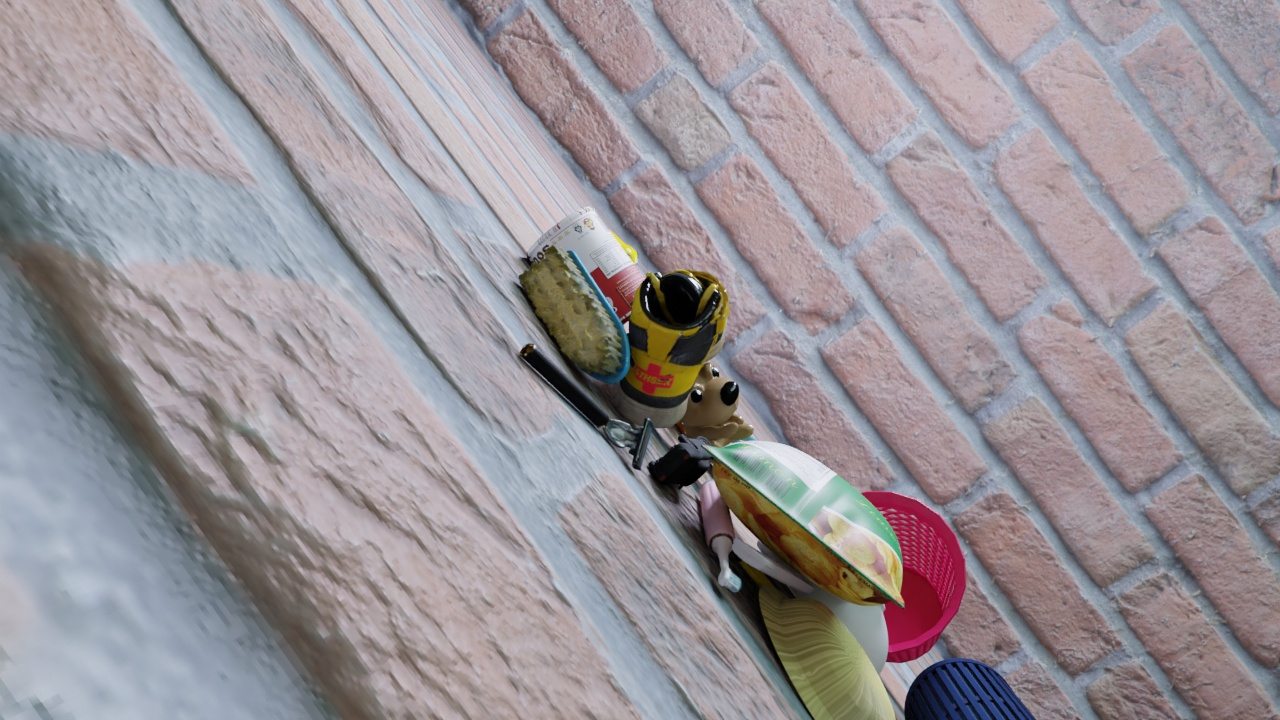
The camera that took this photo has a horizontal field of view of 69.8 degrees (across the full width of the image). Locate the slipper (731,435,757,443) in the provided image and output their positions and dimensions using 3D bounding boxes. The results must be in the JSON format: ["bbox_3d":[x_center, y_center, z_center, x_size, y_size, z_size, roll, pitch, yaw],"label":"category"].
[{"bbox_3d":[0.104,0.094,1.112,0.269,0.054,0.098,56,-9,-7],"label":"slipper"}]

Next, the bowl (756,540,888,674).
[{"bbox_3d":[0.199,0.238,0.941,0.176,0.066,0.176,52,-1,1],"label":"bowl"}]

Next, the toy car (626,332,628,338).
[{"bbox_3d":[-0.006,0.006,0.983,0.042,0.036,0.091,49,7,-32],"label":"toy car"}]

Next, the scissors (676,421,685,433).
[{"bbox_3d":[0.060,0.066,1.045,0.128,0.011,0.125,52,-16,20],"label":"scissors"}]

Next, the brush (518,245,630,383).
[{"bbox_3d":[-0.048,-0.033,0.812,0.136,0.055,0.075,57,13,28],"label":"brush"}]

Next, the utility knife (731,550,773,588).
[{"bbox_3d":[0.143,0.240,0.849,0.191,0.018,0.030,48,12,-11],"label":"utility knife"}]

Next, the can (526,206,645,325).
[{"bbox_3d":[-0.050,-0.088,0.954,0.116,0.087,0.086,53,7,1],"label":"can"}]

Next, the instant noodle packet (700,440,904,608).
[{"bbox_3d":[0.154,0.142,0.827,0.195,0.090,0.252,38,4,16],"label":"instant noodle packet"}]

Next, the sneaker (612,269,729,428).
[{"bbox_3d":[0.042,-0.045,0.879,0.086,0.122,0.237,19,34,6],"label":"sneaker"}]

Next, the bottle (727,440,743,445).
[{"bbox_3d":[0.181,0.162,1.363,0.166,0.060,0.059,46,9,-37],"label":"bottle"}]

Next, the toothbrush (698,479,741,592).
[{"bbox_3d":[0.068,0.148,0.787,0.026,0.027,0.222,32,9,-4],"label":"toothbrush"}]

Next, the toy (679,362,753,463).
[{"bbox_3d":[0.062,0.051,0.946,0.133,0.106,0.108,-48,122,-41],"label":"toy"}]

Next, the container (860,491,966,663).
[{"bbox_3d":[0.302,0.285,1.121,0.183,0.183,0.226,57,0,33],"label":"container"}]

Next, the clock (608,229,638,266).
[{"bbox_3d":[-0.045,-0.125,1.215,0.057,0.083,0.118,43,8,-29],"label":"clock"}]

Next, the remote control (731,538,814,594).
[{"bbox_3d":[0.111,0.173,0.761,0.033,0.012,0.131,32,-4,35],"label":"remote control"}]

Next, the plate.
[{"bbox_3d":[0.168,0.260,0.767,0.184,0.036,0.184,51,12,-16],"label":"plate"}]

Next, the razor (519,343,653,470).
[{"bbox_3d":[-0.041,0.031,0.684,0.144,0.022,0.042,43,51,-36],"label":"razor"}]

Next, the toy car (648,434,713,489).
[{"bbox_3d":[0.040,0.091,0.806,0.034,0.046,0.112,50,8,14],"label":"toy car"}]

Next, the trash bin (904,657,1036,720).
[{"bbox_3d":[0.360,0.409,0.952,0.139,0.139,0.249,53,5,3],"label":"trash bin"}]
